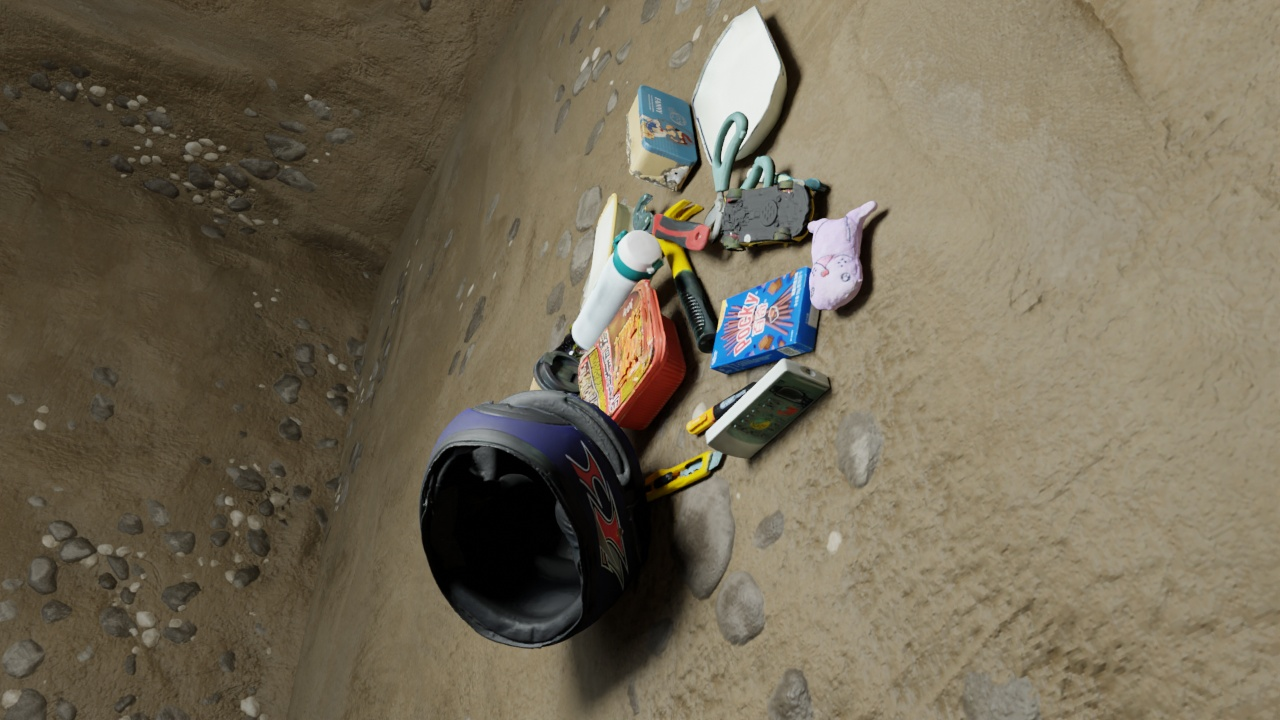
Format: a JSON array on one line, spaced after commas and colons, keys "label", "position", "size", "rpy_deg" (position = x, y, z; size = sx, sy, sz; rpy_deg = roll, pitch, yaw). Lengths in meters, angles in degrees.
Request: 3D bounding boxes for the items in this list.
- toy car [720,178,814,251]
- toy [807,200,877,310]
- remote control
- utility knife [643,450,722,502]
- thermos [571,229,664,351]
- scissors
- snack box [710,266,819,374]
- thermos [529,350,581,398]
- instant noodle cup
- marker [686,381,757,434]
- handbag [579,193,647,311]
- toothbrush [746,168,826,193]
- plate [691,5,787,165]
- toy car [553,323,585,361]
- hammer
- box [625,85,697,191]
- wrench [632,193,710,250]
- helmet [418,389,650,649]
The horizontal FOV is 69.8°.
[{"label": "toy car", "position": [0.142, -0.161, 1.028], "size": [0.156, 0.041, 0.071], "rpy_deg": [3, 89, 58]}, {"label": "toy", "position": [0.192, -0.098, 0.887], "size": [0.084, 0.039, 0.107], "rpy_deg": [-18, 53, 50]}, {"label": "remote control", "position": [0.122, 0.051, 0.898], "size": [0.135, 0.056, 0.019], "rpy_deg": [-48, 32, 38]}, {"label": "utility knife", "position": [0.043, 0.130, 1.049], "size": [0.174, 0.015, 0.033], "rpy_deg": [-35, 44, 52]}, {"label": "thermos", "position": [-0.034, -0.095, 1.266], "size": [0.225, 0.073, 0.073], "rpy_deg": [124, 155, -53]}, {"label": "scissors", "position": [0.109, -0.228, 1.136], "size": [0.178, 0.019, 0.169], "rpy_deg": [138, 122, -60]}, {"label": "snack box", "position": [0.132, -0.039, 0.981], "size": [0.157, 0.026, 0.084], "rpy_deg": [-20, 54, 60]}, {"label": "thermos", "position": [-0.135, 0.058, 1.398], "size": [0.093, 0.093, 0.144], "rpy_deg": [-96, 28, -45]}, {"label": "instant noodle cup", "position": [-0.007, 0.007, 1.174], "size": [0.189, 0.079, 0.164], "rpy_deg": [-55, 28, 32]}, {"label": "marker", "position": [0.090, 0.053, 1.012], "size": [0.124, 0.015, 0.018], "rpy_deg": [-38, 43, 47]}, {"label": "handbag", "position": [-0.047, -0.146, 1.411], "size": [0.179, 0.063, 0.163], "rpy_deg": [134, 148, -58]}, {"label": "toothbrush", "position": [0.166, -0.208, 1.061], "size": [0.191, 0.018, 0.016], "rpy_deg": [-139, 66, -67]}, {"label": "plate", "position": [0.135, -0.360, 1.216], "size": [0.162, 0.034, 0.265], "rpy_deg": [-53, 29, 33]}, {"label": "toy car", "position": [-0.116, -0.002, 1.453], "size": [0.158, 0.042, 0.070], "rpy_deg": [-51, 30, 24]}, {"label": "hammer", "position": [0.058, -0.106, 1.184], "size": [0.129, 0.032, 0.300], "rpy_deg": [-58, 26, 27]}, {"label": "box", "position": [0.029, -0.332, 1.351], "size": [0.062, 0.089, 0.184], "rpy_deg": [124, 152, -42]}, {"label": "wrench", "position": [0.036, -0.181, 1.227], "size": [0.056, 0.016, 0.273], "rpy_deg": [-66, 23, 10]}, {"label": "helmet", "position": [-0.111, 0.151, 1.041], "size": [0.239, 0.247, 0.316], "rpy_deg": [-62, -25, -55]}]
